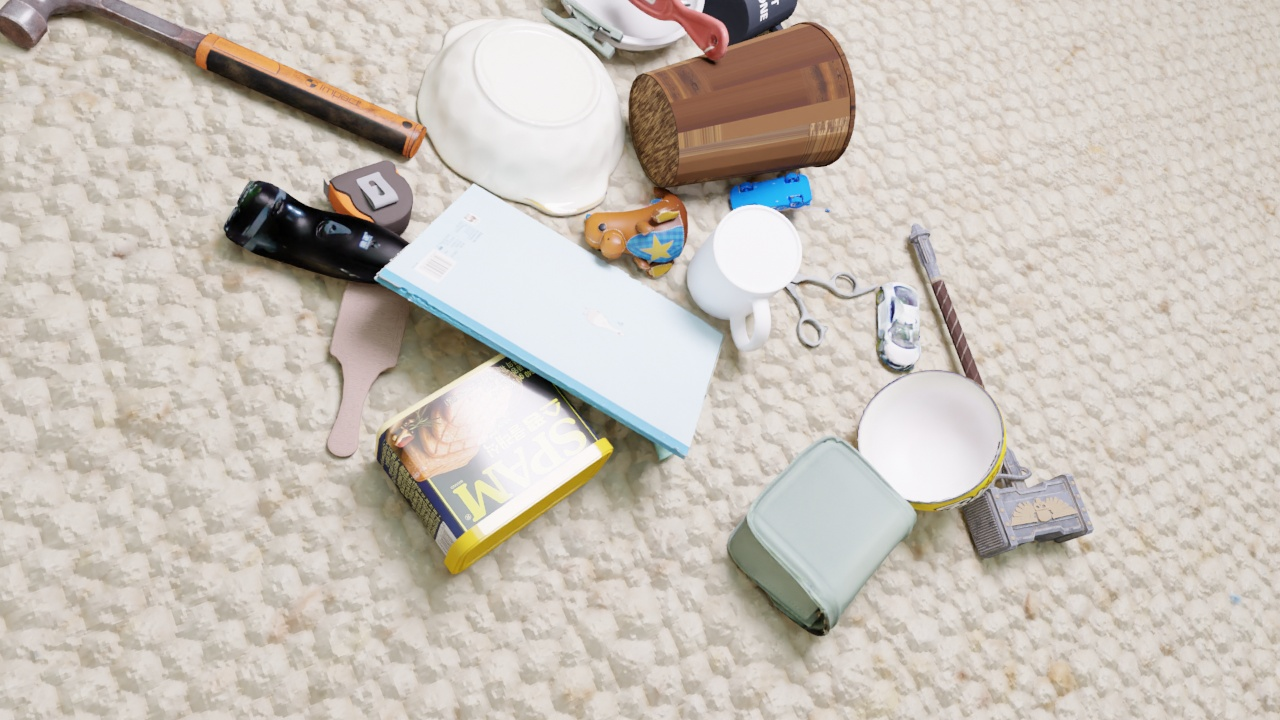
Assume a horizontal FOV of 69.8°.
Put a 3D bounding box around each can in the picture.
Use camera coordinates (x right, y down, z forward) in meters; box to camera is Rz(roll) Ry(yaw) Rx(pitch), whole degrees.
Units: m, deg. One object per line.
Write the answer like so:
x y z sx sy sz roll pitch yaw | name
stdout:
-0.106 0.067 0.657 0.135 0.075 0.104 -33 78 -29 | can

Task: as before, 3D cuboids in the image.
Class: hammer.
-0.324 -0.251 0.746 0.314 0.035 0.137 22 61 -10 | hammer
0.305 0.013 0.844 0.098 0.044 0.321 -5 68 -22 | hammer

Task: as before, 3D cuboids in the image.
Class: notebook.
-0.056 -0.040 0.715 0.253 0.009 0.180 31 34 -4 | notebook

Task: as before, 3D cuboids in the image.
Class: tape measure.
-0.210 -0.127 0.726 0.058 0.038 0.059 -26 77 -27 | tape measure

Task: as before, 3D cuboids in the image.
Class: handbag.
0.139 0.135 0.715 0.106 0.067 0.121 43 60 13 | handbag

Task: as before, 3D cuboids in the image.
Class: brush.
-0.208 0.007 0.683 0.050 0.015 0.135 12 69 -13 | brush
0.034 -0.316 0.816 0.030 0.041 0.172 -16 49 -31 | brush

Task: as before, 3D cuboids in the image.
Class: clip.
-0.053 -0.306 0.834 0.076 0.023 0.042 33 96 -4 | clip

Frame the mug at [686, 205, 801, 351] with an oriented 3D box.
0.087 -0.062 0.767 0.073 0.091 0.110 -5 80 -11 | mug

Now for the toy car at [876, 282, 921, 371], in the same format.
0.241 -0.034 0.851 0.038 0.027 0.089 14 63 -16 | toy car

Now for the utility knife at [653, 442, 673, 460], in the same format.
-0.004 0.004 0.757 0.022 0.015 0.165 -13 69 -23 | utility knife

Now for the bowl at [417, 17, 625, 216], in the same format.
-0.095 -0.233 0.803 0.188 0.060 0.219 -24 77 -27 | bowl

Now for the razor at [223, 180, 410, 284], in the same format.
-0.237 -0.095 0.684 0.140 0.064 0.052 16 67 0 | razor

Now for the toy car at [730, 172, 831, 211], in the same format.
0.135 -0.147 0.874 0.092 0.062 0.033 -10 69 9 | toy car

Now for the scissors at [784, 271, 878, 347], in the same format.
0.144 -0.081 0.846 0.157 0.014 0.141 -20 78 -26 | scissors

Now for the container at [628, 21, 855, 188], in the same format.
0.086 -0.223 0.830 0.167 0.132 0.132 -18 74 -19 | container

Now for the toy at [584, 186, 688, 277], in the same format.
-0.005 -0.124 0.802 0.090 0.071 0.102 0 43 -6 | toy

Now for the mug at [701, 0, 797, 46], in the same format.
0.115 -0.350 0.931 0.077 0.071 0.105 -36 109 -29 | mug

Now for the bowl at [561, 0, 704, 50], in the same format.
-0.015 -0.356 0.895 0.149 0.043 0.149 6 68 -14 | bowl

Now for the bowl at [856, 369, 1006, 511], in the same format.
0.247 0.074 0.770 0.117 0.067 0.117 -12 60 22 | bowl
